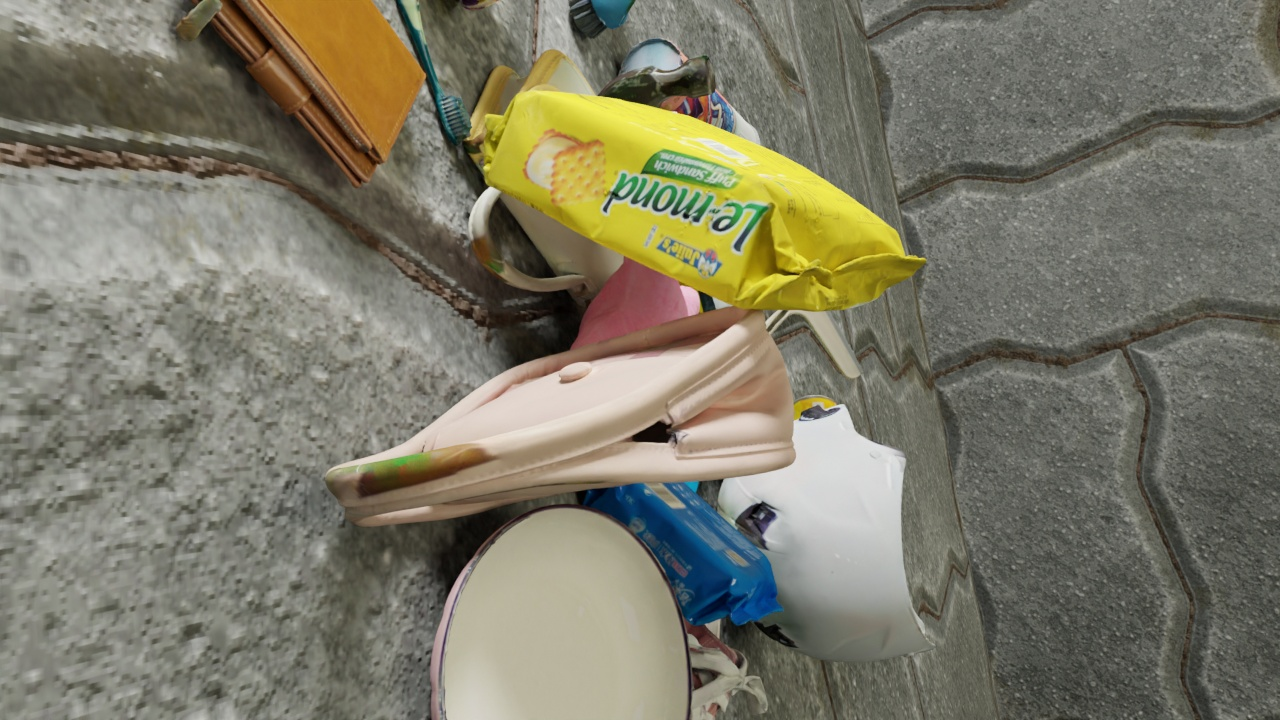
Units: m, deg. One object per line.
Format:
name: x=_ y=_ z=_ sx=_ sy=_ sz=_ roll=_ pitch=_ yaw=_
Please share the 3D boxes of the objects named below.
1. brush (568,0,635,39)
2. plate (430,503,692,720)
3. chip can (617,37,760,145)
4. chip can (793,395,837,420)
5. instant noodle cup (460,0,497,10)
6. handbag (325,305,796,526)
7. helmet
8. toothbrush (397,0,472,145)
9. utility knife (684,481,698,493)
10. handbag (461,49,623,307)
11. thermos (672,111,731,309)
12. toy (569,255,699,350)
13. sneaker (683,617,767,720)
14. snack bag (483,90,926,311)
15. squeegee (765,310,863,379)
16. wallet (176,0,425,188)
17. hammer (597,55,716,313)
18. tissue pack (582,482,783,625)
brush: x=-0.021 y=-0.349 z=0.822 sx=0.055 sy=0.074 sz=0.143 roll=49 pitch=37 yaw=-39
plate: x=-0.045 y=0.180 z=0.526 sx=0.192 sy=0.039 sz=0.192 roll=21 pitch=60 yaw=-43
chip can: x=0.055 y=-0.253 z=0.946 sx=0.214 sy=0.071 sz=0.071 roll=18 pitch=62 yaw=-62
chip can: x=0.214 y=0.137 z=1.069 sx=0.212 sy=0.072 sz=0.072 roll=-91 pitch=155 yaw=-47
instant noodle cup: x=-0.103 y=-0.302 z=0.589 sx=0.099 sy=0.112 sz=0.111 roll=48 pitch=37 yaw=-35
handbag: x=-0.047 y=0.041 z=0.466 sx=0.233 sy=0.194 sz=0.093 roll=-15 pitch=91 yaw=-56
helmet: x=0.145 y=0.166 z=0.841 sx=0.258 sy=0.146 sz=0.229 roll=-136 pitch=-145 yaw=-73
toothbrush: x=-0.143 y=-0.228 z=0.567 sx=0.016 sy=0.018 sz=0.192 roll=-45 pitch=120 yaw=-62
utility knife: x=0.038 y=0.105 z=0.807 sx=0.034 sy=0.018 sz=0.165 roll=49 pitch=37 yaw=-26
handbag: x=-0.059 y=-0.112 z=0.652 sx=0.163 sy=0.063 sz=0.178 roll=55 pitch=37 yaw=-38
thermos: x=0.041 y=-0.110 z=0.845 sx=0.224 sy=0.073 sz=0.073 roll=69 pitch=26 yaw=-19
toy: x=-0.004 y=0.004 z=0.685 sx=0.178 sy=0.075 sz=0.194 roll=-66 pitch=160 yaw=-14
sneaker: x=0.031 y=0.229 z=0.649 sx=0.118 sy=0.088 sz=0.240 roll=69 pitch=25 yaw=-19
snack bag: x=0.033 y=-0.100 z=0.553 sx=0.157 sy=0.246 sz=0.068 roll=-11 pitch=125 yaw=-51
squeegee: x=0.121 y=-0.008 z=0.959 sx=0.246 sy=0.039 sz=0.245 roll=56 pitch=49 yaw=-20
wallet: x=-0.167 y=-0.165 z=0.465 sx=0.131 sy=0.035 sz=0.118 roll=54 pitch=34 yaw=-40
hammer: x=0.034 y=-0.089 z=0.789 sx=0.031 sy=0.126 sz=0.324 roll=-68 pitch=146 yaw=-54
tissue pack: x=0.030 y=0.134 z=0.659 sx=0.157 sy=0.052 sz=0.094 roll=40 pitch=12 yaw=23
